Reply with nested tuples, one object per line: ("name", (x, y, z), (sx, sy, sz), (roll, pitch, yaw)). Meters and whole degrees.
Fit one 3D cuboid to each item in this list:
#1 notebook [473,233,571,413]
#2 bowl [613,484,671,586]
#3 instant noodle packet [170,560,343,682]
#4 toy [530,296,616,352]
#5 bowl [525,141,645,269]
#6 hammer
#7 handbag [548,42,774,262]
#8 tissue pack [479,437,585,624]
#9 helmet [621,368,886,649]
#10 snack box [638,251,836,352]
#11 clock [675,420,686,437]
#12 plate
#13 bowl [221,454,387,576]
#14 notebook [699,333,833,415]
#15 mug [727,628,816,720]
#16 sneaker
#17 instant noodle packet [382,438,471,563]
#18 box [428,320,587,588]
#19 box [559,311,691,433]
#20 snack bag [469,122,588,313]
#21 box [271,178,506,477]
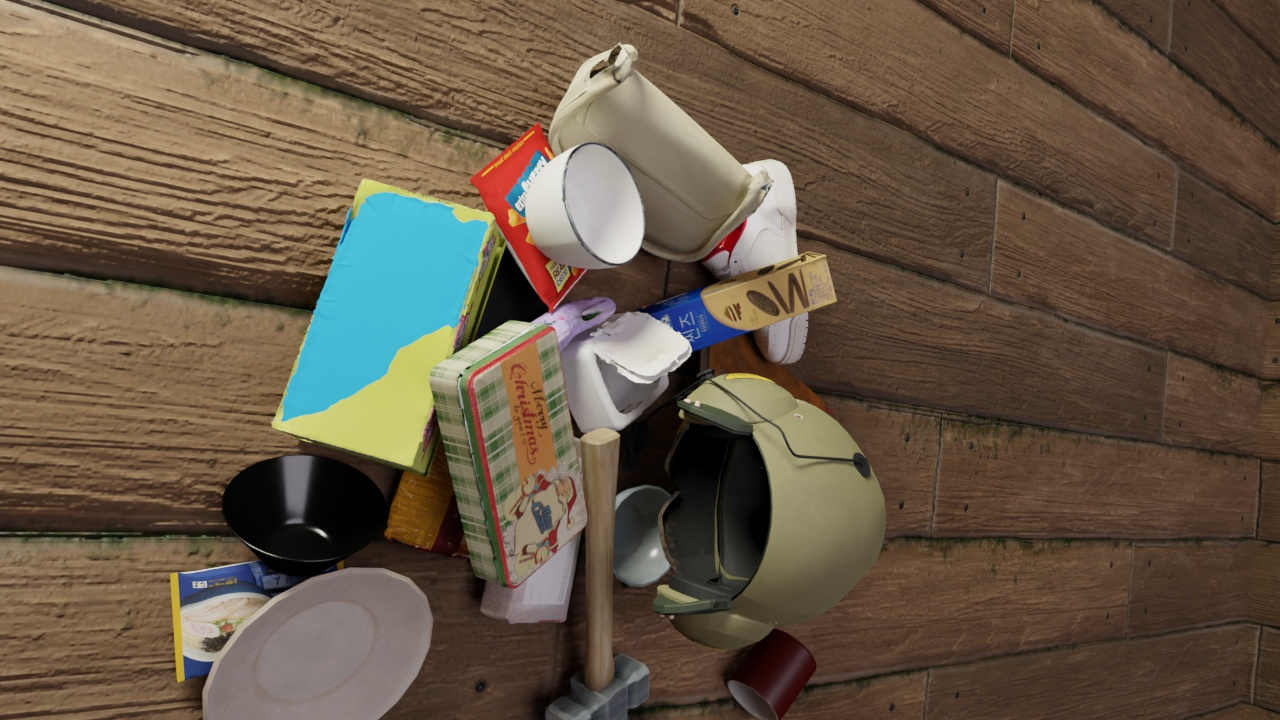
("notebook", (-0.138, -0.020, 0.881), (0.148, 0.016, 0.207), (-33, 111, -34))
("bowl", (-0.007, 0.183, 0.975), (0.106, 0.039, 0.106), (-1, 92, -39))
("instant noodle packet", (-0.306, 0.200, 0.745), (0.134, 0.026, 0.087), (-6, 100, -39))
("toy", (-0.071, -0.034, 0.876), (0.099, 0.080, 0.036), (-38, 112, -39))
("bowl", (-0.055, -0.136, 0.843), (0.116, 0.066, 0.116), (16, 69, -50))
("hammer", (-0.040, 0.222, 0.891), (0.117, 0.051, 0.323), (-20, 117, -48))
("handbag", (0.023, -0.217, 0.903), (0.229, 0.184, 0.131), (32, 68, -28))
("tissue pack", (-0.105, 0.157, 0.889), (0.103, 0.071, 0.181), (20, 81, -53))
("helmet", (0.099, 0.139, 0.870), (0.232, 0.256, 0.250), (8, 88, -35))
("snack box", (0.104, -0.059, 0.989), (0.206, 0.057, 0.056), (-19, 106, -7))
("clock", (0.100, 0.119, 1.053), (0.113, 0.052, 0.152), (-38, 110, -32))
("plate", (-0.263, 0.246, 0.756), (0.188, 0.027, 0.189), (-21, 127, -31))
("bowl", (-0.272, 0.135, 0.738), (0.123, 0.124, 0.053), (-5, 127, -39))
("notebook", (0.153, 0.068, 1.067), (0.249, 0.014, 0.178), (37, 42, -33))
("mug", (0.158, 0.386, 1.102), (0.082, 0.073, 0.106), (-44, 145, -29))
("sneaker", (0.122, -0.104, 1.051), (0.104, 0.090, 0.237), (-13, 107, -17))
("instant noodle packet", (-0.166, 0.111, 0.829), (0.098, 0.040, 0.135), (21, 84, -20))
("box", (-0.105, 0.079, 0.765), (0.117, 0.050, 0.206), (-38, 128, -51))
("box", (-0.002, 0.005, 0.907), (0.109, 0.130, 0.103), (-42, 118, -47))
("snack bag", (-0.095, -0.138, 0.882), (0.144, 0.039, 0.130), (60, 38, -23))
("box", (-0.201, -0.027, 0.758), (0.124, 0.082, 0.220), (14, 77, -1))
